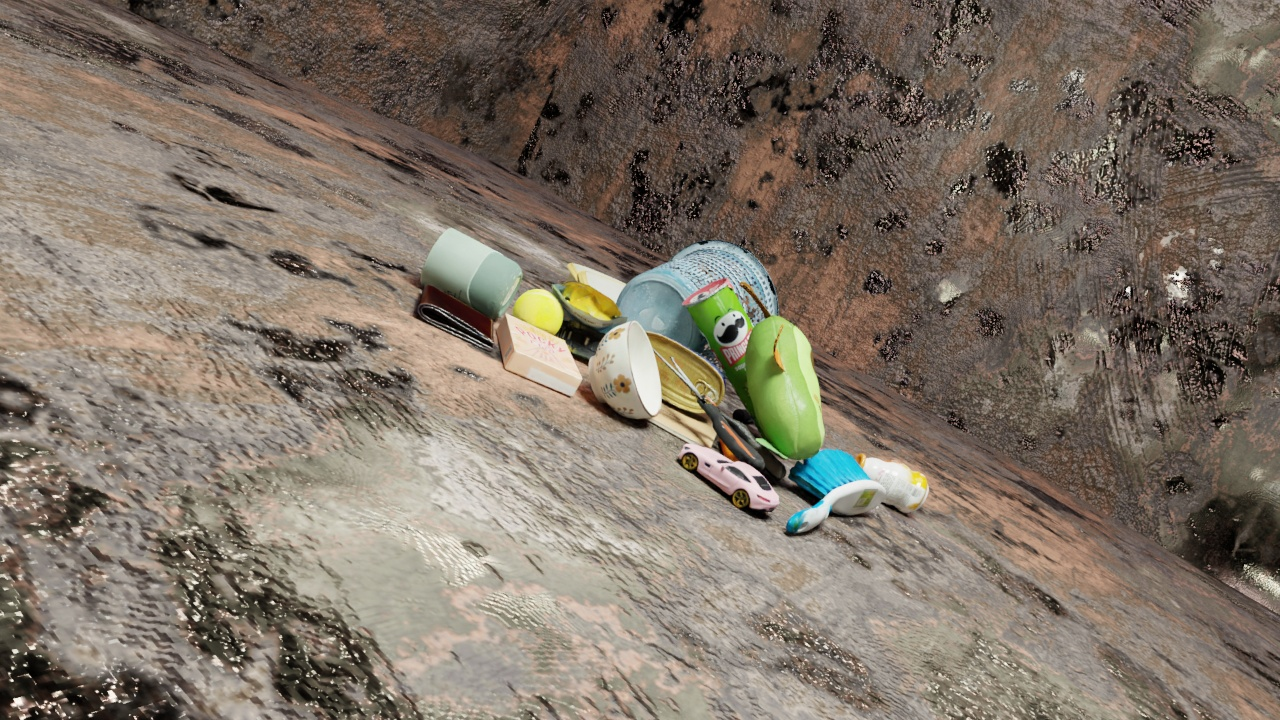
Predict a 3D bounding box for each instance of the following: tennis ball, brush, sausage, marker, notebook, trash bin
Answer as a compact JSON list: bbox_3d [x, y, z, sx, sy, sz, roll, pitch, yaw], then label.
[{"bbox_3d":[-0.132,-0.059,1.177,0.065,0.065,0.065,27,11,-6],"label":"tennis ball"},{"bbox_3d":[0.216,0.157,1.087,0.109,0.061,0.314,40,18,34],"label":"brush"},{"bbox_3d":[0.111,0.113,1.096,0.021,0.021,0.165,27,11,-6],"label":"sausage"},{"bbox_3d":[0.171,0.083,1.391,0.022,0.020,0.131,35,12,24],"label":"marker"},{"bbox_3d":[0.035,0.061,1.190,0.148,0.008,0.207,29,10,5],"label":"notebook"},{"bbox_3d":[0.069,-0.067,1.403,0.226,0.227,0.194,33,25,24],"label":"trash bin"}]

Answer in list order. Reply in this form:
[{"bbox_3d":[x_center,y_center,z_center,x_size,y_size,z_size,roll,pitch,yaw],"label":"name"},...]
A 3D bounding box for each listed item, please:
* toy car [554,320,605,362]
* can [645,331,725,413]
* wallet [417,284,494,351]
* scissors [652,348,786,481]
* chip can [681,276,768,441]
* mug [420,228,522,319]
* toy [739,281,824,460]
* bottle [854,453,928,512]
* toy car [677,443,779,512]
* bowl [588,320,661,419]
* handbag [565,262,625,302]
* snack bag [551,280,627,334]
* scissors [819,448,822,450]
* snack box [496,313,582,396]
[{"bbox_3d":[-0.071,-0.022,1.211,0.091,0.043,0.036,20,-14,-1],"label":"toy car"},{"bbox_3d":[0.044,0.014,1.208,0.148,0.075,0.049,30,7,6],"label":"can"},{"bbox_3d":[-0.213,-0.052,1.073,0.096,0.020,0.122,30,9,-16],"label":"wallet"},{"bbox_3d":[0.095,0.066,1.094,0.221,0.022,0.222,43,9,-12],"label":"scissors"},{"bbox_3d":[0.147,0.002,1.273,0.236,0.072,0.072,59,5,-12],"label":"chip can"},{"bbox_3d":[-0.213,-0.102,1.171,0.106,0.082,0.112,28,-21,-1],"label":"mug"},{"bbox_3d":[0.177,0.024,1.149,0.227,0.090,0.246,65,14,-51],"label":"toy"},{"bbox_3d":[0.356,0.173,1.317,0.108,0.063,0.063,27,11,-6],"label":"bottle"},{"bbox_3d":[0.095,0.122,0.981,0.122,0.037,0.056,33,10,30],"label":"toy car"},{"bbox_3d":[-0.022,0.015,1.059,0.062,0.113,0.113,-12,2,15],"label":"bowl"},{"bbox_3d":[-0.048,-0.100,1.616,0.163,0.063,0.178,18,18,-36],"label":"handbag"},{"bbox_3d":[-0.072,-0.057,1.253,0.110,0.038,0.191,19,-13,0],"label":"snack bag"},{"bbox_3d":[0.231,0.103,1.365,0.133,0.017,0.128,42,-15,24],"label":"scissors"},{"bbox_3d":[-0.121,-0.009,1.074,0.084,0.026,0.157,24,12,-19],"label":"snack box"}]
